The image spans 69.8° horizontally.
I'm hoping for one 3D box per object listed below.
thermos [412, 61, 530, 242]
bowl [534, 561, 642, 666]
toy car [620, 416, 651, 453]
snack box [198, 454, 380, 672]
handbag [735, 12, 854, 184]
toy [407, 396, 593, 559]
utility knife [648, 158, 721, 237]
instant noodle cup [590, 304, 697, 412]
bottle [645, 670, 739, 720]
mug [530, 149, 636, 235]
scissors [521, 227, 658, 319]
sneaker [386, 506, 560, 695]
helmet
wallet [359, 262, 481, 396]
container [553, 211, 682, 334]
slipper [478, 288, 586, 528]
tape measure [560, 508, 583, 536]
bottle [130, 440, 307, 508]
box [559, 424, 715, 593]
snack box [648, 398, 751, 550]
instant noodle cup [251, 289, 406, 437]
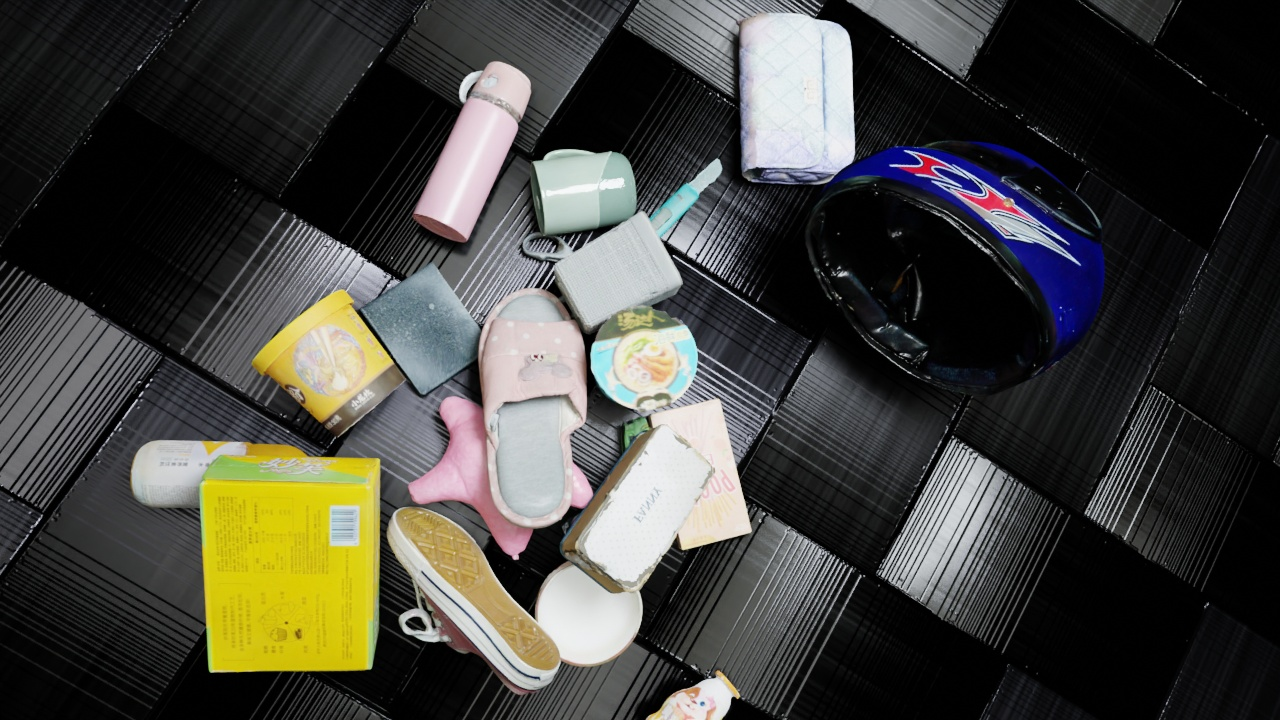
[{"bbox_3d":[-0.192,-0.236,1.024,0.087,0.067,0.198,17,80,22],"label":"thermos"},{"bbox_3d":[-0.060,0.261,0.982,0.113,0.062,0.113,-1,95,-14],"label":"bowl"},{"bbox_3d":[0.000,0.109,1.024,0.036,0.043,0.091,-10,84,-14],"label":"toy car"},{"bbox_3d":[-0.340,0.200,0.903,0.157,0.070,0.210,2,108,-10],"label":"snack box"},{"bbox_3d":[0.183,-0.310,1.088,0.134,0.076,0.193,0,83,-10],"label":"handbag"},{"bbox_3d":[-0.149,0.123,0.980,0.194,0.075,0.178,-3,77,-7],"label":"toy"},{"bbox_3d":[0.028,-0.169,1.075,0.029,0.013,0.196,44,79,0],"label":"utility knife"},{"bbox_3d":[-0.006,0.006,0.996,0.111,0.120,0.111,1,82,-10],"label":"instant noodle cup"},{"bbox_3d":[0.056,0.385,0.992,0.108,0.063,0.063,-39,91,-12],"label":"bottle"},{"bbox_3d":[-0.067,-0.199,1.035,0.106,0.082,0.111,-11,54,-11],"label":"mug"},{"bbox_3d":[-0.055,-0.099,1.046,0.181,0.014,0.159,23,84,-1],"label":"scissors"},{"bbox_3d":[-0.186,0.255,0.941,0.241,0.118,0.088,43,111,18],"label":"sneaker"},{"bbox_3d":[0.352,-0.125,1.014,0.315,0.248,0.239,42,50,-2],"label":"helmet"},{"bbox_3d":[-0.235,-0.034,1.013,0.097,0.019,0.121,-35,92,-13],"label":"wallet"},{"bbox_3d":[-0.028,-0.090,0.999,0.114,0.090,0.090,-29,87,-6],"label":"container"},{"bbox_3d":[-0.112,0.039,0.953,0.114,0.055,0.273,3,62,-11],"label":"slipper"},{"bbox_3d":[-0.056,0.190,1.006,0.057,0.039,0.058,-40,91,-12],"label":"tape measure"},{"bbox_3d":[-0.412,0.117,0.938,0.189,0.068,0.068,2,83,-10],"label":"bottle"},{"bbox_3d":[0.002,0.148,0.951,0.090,0.064,0.183,42,62,-7],"label":"box"},{"bbox_3d":[0.067,0.128,1.042,0.084,0.026,0.157,-13,85,-11],"label":"snack box"},{"bbox_3d":[-0.316,0.007,0.949,0.118,0.118,0.114,-42,100,-12],"label":"instant noodle cup"}]
